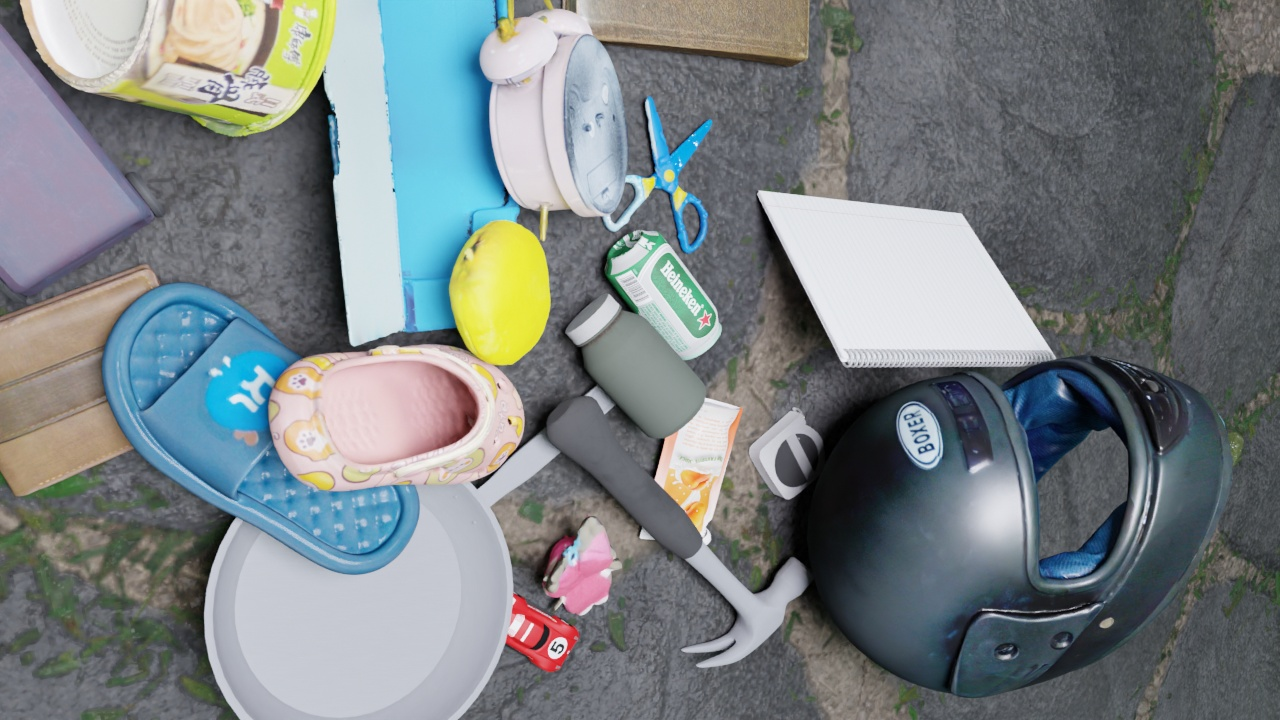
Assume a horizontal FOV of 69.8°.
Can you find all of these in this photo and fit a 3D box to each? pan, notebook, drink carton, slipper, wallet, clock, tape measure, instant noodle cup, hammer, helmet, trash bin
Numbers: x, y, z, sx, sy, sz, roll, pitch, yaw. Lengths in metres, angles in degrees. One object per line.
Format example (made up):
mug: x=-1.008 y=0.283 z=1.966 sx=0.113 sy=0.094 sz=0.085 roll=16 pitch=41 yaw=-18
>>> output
pan: x=-0.129 y=0.112 z=0.641 sx=0.355 sy=0.051 sz=0.201 roll=-42 pitch=106 yaw=-35
notebook: x=0.037 y=-0.286 z=0.693 sx=0.215 sy=0.034 sz=0.190 roll=-4 pitch=100 yaw=-29
drink carton: x=0.042 y=0.093 z=0.753 sx=0.069 sy=0.039 sz=0.122 roll=11 pitch=98 yaw=-30
slipper: x=-0.126 y=0.026 z=0.553 sx=0.197 sy=0.082 sz=0.093 roll=3 pitch=71 yaw=-61
wallet: x=-0.323 y=0.010 z=0.535 sx=0.120 sy=0.027 sz=0.099 roll=-27 pitch=112 yaw=-25
clock: x=-0.057 y=-0.170 z=0.606 sx=0.116 sy=0.059 sz=0.158 roll=-60 pitch=144 yaw=-58
tape measure: x=0.132 y=0.083 z=0.809 sx=0.064 sy=0.017 sz=0.065 roll=-38 pitch=114 yaw=-19
instant noodle cup: x=-0.240 y=-0.192 z=0.470 sx=0.097 sy=0.146 sz=0.146 roll=-18 pitch=108 yaw=-60
slipper: x=-0.218 y=0.046 z=0.540 sx=0.213 sy=0.059 sz=0.103 roll=47 pitch=58 yaw=-15
notebook: x=0.230 y=-0.068 z=0.781 sx=0.245 sy=0.013 sz=0.177 roll=0 pitch=54 yaw=-30
hammer: x=0.026 y=0.138 z=0.725 sx=0.125 sy=0.029 sz=0.311 roll=-46 pitch=123 yaw=-9
helmet: x=0.269 y=0.123 z=0.739 sx=0.235 sy=0.248 sz=0.317 roll=16 pitch=128 yaw=-14
trash bin: x=-0.340 y=-0.120 z=0.472 sx=0.093 sy=0.092 sz=0.161 roll=-40 pitch=110 yaw=-19

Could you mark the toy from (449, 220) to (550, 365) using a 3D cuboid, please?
toy: x=-0.088 y=-0.044 z=0.594 sx=0.094 sy=0.041 sz=0.095 roll=57 pitch=45 yaw=-52

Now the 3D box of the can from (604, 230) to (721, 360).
can: x=0.017 y=-0.051 z=0.703 sx=0.053 sy=0.053 sz=0.101 roll=-47 pitch=116 yaw=-16

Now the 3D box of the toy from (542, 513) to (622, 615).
toy: x=-0.050 y=0.158 z=0.700 sx=0.065 sy=0.050 sz=0.102 roll=-41 pitch=149 yaw=-19

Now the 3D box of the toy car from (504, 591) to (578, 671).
toy car: x=-0.085 y=0.205 z=0.697 sx=0.089 sy=0.025 sz=0.038 roll=39 pitch=77 yaw=-28

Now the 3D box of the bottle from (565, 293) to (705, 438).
bottle: x=-0.004 y=0.004 z=0.685 sx=0.060 sy=0.060 sz=0.108 roll=-47 pitch=106 yaw=-16

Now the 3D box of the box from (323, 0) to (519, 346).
box: x=-0.151 y=-0.138 z=0.586 sx=0.169 sy=0.071 sz=0.243 roll=-16 pitch=107 yaw=-56

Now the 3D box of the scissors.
scissors: x=0.014 y=-0.140 z=0.714 sx=0.126 sy=0.015 sz=0.125 roll=-22 pitch=109 yaw=-28
